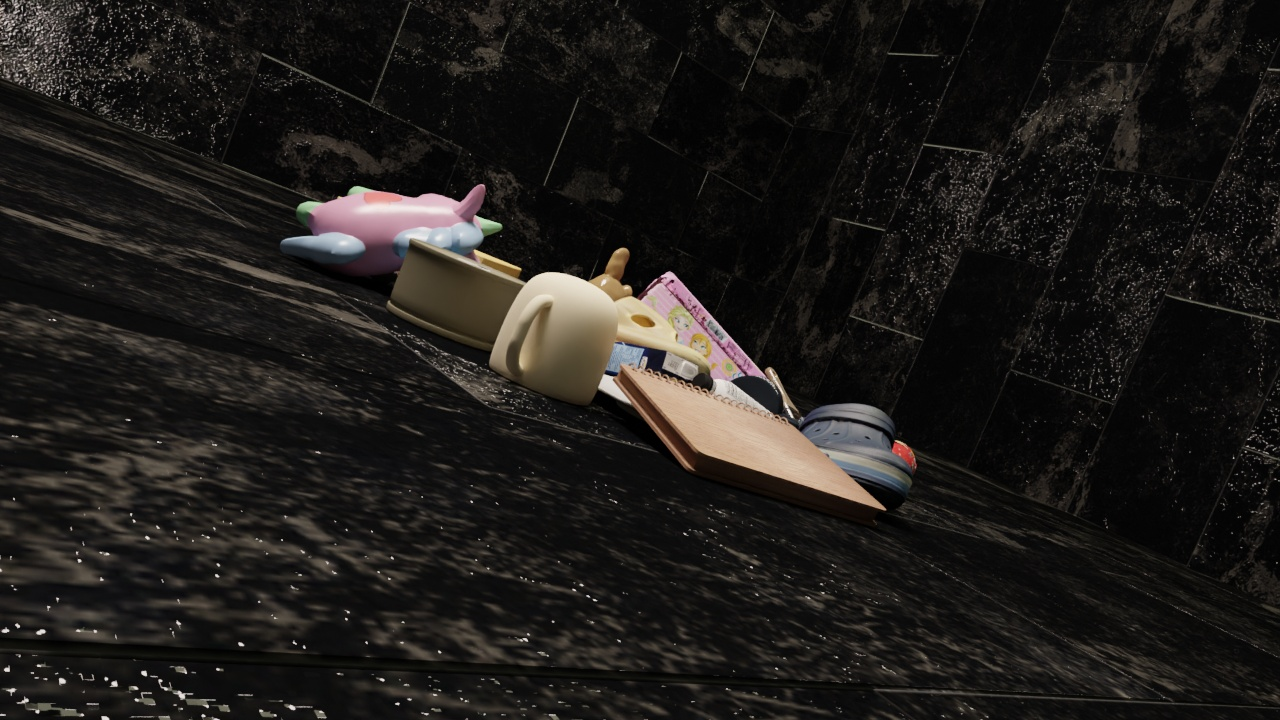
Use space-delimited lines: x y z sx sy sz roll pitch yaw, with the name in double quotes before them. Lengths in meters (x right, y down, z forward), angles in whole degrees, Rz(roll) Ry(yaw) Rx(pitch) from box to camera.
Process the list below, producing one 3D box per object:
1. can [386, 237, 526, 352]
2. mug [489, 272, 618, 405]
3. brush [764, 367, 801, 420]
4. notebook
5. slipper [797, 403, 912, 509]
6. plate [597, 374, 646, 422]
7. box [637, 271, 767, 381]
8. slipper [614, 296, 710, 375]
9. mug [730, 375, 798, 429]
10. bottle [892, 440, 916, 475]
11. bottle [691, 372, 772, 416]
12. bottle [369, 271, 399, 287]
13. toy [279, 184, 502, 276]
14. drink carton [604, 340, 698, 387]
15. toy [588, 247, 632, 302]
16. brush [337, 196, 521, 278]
"can" -0.182 -0.065 0.918 0.128 0.073 0.127 22 4 -2
"mug" -0.074 -0.025 0.790 0.096 0.100 0.120 24 4 22
"brush" 0.195 0.067 1.191 0.039 0.012 0.151 30 29 -48
"notebook" 0.089 0.070 0.792 0.210 0.022 0.169 20 15 -32
"slipper" 0.213 0.087 0.958 0.105 0.095 0.253 25 0 -1
"plate" 0.035 0.057 0.902 0.208 0.015 0.208 22 4 -2
"box" 0.070 0.001 1.241 0.230 0.105 0.087 48 -29 -3
"slipper" -0.033 -0.035 1.134 0.261 0.079 0.111 18 -28 5
"mug" 0.148 0.061 1.096 0.105 0.071 0.077 26 5 12
"bottle" 0.308 0.129 1.142 0.062 0.062 0.137 24 3 20
"bottle" 0.100 0.050 1.011 0.116 0.041 0.041 36 -4 -34
"bottle" -0.299 -0.107 1.120 0.109 0.036 0.036 20 5 -33
"toy" -0.279 -0.141 1.035 0.171 0.120 0.221 19 29 27
"drink carton" -0.006 0.006 1.016 0.130 0.040 0.064 12 -6 41
"toy" -0.058 -0.079 1.278 0.105 0.134 0.108 32 -28 -32
"brush" -0.306 -0.144 1.309 0.250 0.075 0.195 23 4 6
